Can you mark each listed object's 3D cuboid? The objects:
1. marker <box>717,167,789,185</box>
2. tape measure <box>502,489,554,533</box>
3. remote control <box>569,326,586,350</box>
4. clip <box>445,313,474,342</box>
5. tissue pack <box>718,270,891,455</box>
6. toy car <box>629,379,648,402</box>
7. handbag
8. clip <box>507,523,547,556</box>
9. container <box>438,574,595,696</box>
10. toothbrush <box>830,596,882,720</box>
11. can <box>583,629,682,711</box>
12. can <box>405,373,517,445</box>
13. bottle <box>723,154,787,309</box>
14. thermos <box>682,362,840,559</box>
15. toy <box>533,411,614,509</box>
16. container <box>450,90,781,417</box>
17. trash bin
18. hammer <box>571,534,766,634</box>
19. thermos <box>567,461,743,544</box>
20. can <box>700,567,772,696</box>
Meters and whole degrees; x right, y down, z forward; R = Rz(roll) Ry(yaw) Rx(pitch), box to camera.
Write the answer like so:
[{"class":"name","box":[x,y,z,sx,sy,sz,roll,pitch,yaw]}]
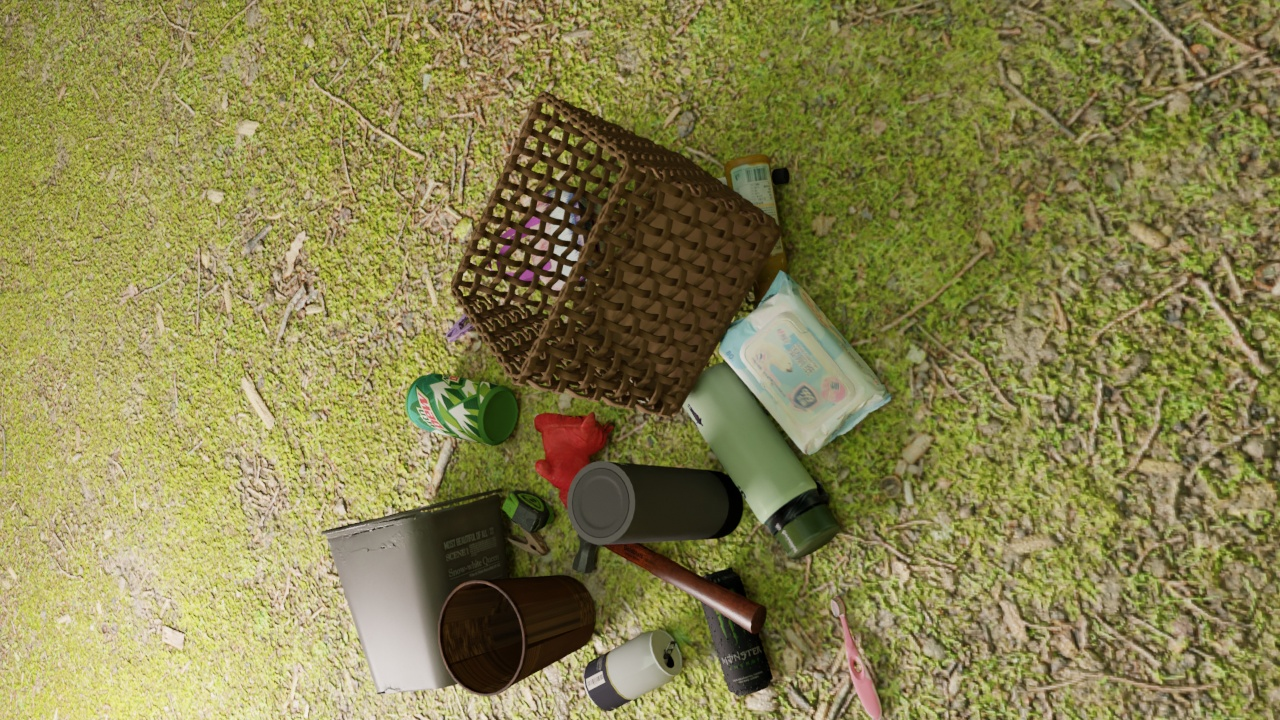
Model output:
[{"class":"marker","box":[0.108,-0.212,1.107,0.146,0.019,0.019,-3,85,31]},{"class":"tape measure","box":[-0.150,0.201,1.212,0.066,0.058,0.036,31,103,27]},{"class":"remote control","box":[-0.046,-0.046,1.192,0.137,0.015,0.032,-28,72,27]},{"class":"clip","box":[-0.262,-0.051,1.327,0.052,0.014,0.041,-15,79,28]},{"class":"tissue pack","box":[0.172,0.004,1.002,0.112,0.069,0.182,-42,84,22]},{"class":"toy car","box":[-0.007,0.007,1.155,0.048,0.033,0.105,-45,65,23]},{"class":"handbag","box":[-0.128,-0.150,1.212,0.170,0.068,0.144,-15,77,29]},{"class":"clip","box":[-0.153,0.244,1.232,0.039,0.024,0.060,-46,69,20]},{"class":"container","box":[-0.143,0.328,1.135,0.132,0.167,0.132,-3,85,31]},{"class":"toothbrush","box":[0.233,0.323,0.995,0.022,0.016,0.135,-26,73,29]},{"class":"can","box":[-0.006,0.372,1.109,0.128,0.064,0.064,-35,70,25]},{"class":"can","box":[-0.248,0.066,1.267,0.144,0.083,0.083,9,91,32]},{"class":"bottle","box":[0.138,-0.139,1.055,0.053,0.053,0.186,-9,92,31]},{"class":"thermos","box":[0.137,0.112,1.036,0.082,0.082,0.231,-43,66,22]},{"class":"toy","box":[-0.080,0.128,1.166,0.094,0.088,0.133,-10,82,19]},{"class":"container","box":[-0.034,-0.111,1.010,0.219,0.213,0.252,48,115,47]},{"class":"trash bin","box":[-0.278,0.304,1.215,0.198,0.197,0.220,-16,84,29]},{"class":"hammer","box":[0.028,0.243,1.074,0.301,0.028,0.111,17,95,47]},{"class":"thermos","box":[0.024,0.157,1.006,0.082,0.240,0.082,-6,79,32]},{"class":"can","box":[0.107,0.310,1.050,0.054,0.053,0.137,-25,74,27]}]
